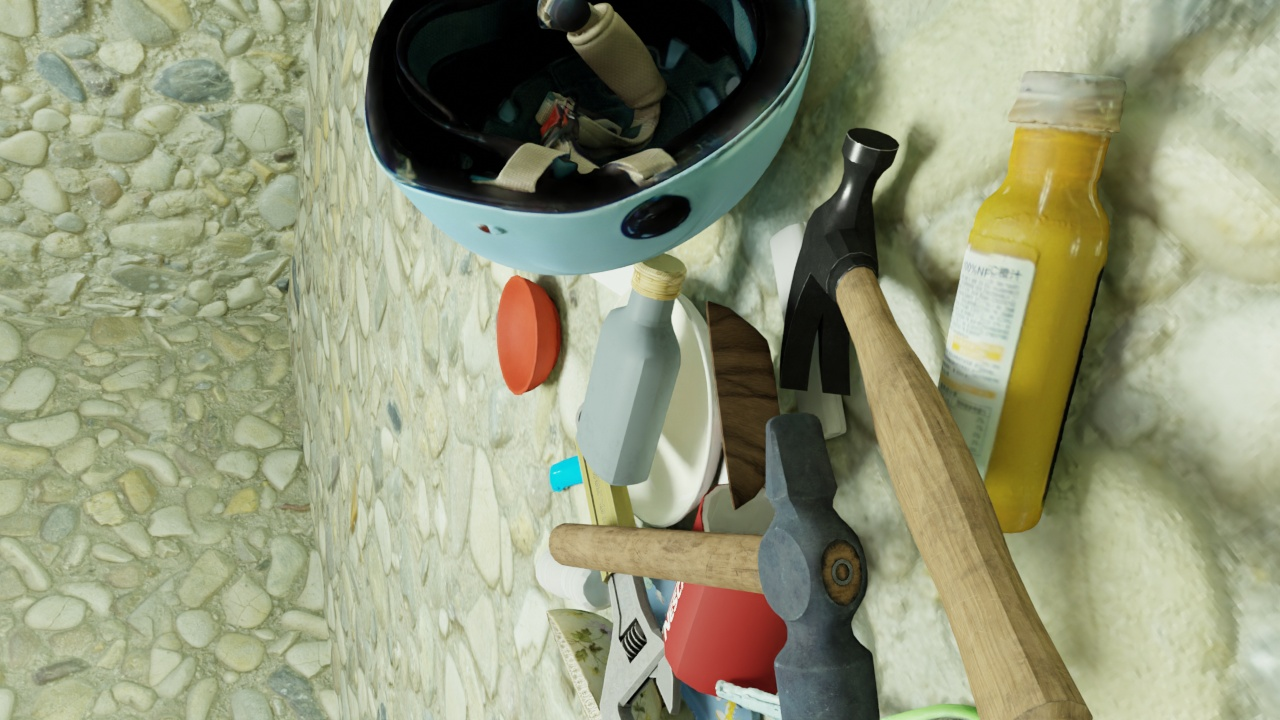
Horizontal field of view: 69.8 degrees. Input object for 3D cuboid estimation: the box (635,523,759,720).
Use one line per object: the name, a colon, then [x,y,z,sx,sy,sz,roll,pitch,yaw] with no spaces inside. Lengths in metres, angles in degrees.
box: [0.025,0.189,0.683,0.209,0.039,0.127,46,153,53]

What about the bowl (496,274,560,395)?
bowl: [-0.112,-0.026,0.937,0.122,0.035,0.122,6,97,63]

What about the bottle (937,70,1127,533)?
bottle: [0.160,-0.023,0.384,0.053,0.053,0.186,33,121,58]

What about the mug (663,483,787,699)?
mug: [0.063,0.131,0.563,0.116,0.080,0.097,-80,3,-63]

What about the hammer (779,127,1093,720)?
hammer: [0.110,0.024,0.389,0.304,0.040,0.132,-93,12,-53]

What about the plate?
plate: [0.019,0.031,0.684,0.182,0.034,0.182,6,97,63]

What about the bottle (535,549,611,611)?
bottle: [-0.063,0.198,0.845,0.136,0.044,0.044,-7,85,63]

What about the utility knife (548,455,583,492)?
utility knife: [-0.051,0.102,0.847,0.198,0.015,0.031,155,108,-64]

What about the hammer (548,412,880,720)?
hammer: [0.012,0.106,0.509,0.322,0.040,0.129,161,104,-64]

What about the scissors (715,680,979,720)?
scissors: [0.110,0.190,0.471,0.174,0.033,0.065,0,102,36]

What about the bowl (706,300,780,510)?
bowl: [0.061,0.023,0.522,0.119,0.032,0.119,-6,-91,-84]

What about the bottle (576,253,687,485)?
bottle: [-0.004,0.004,0.636,0.072,0.046,0.161,54,137,49]

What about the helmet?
helmet: [-0.022,-0.159,0.566,0.167,0.266,0.225,56,-160,-64]

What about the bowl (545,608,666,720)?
bowl: [-0.016,0.247,0.710,0.145,0.063,0.145,57,162,30]

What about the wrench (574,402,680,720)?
wrench: [-0.018,0.137,0.659,0.084,0.018,0.273,-45,42,29]

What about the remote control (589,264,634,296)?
remote control: [-0.016,-0.079,0.769,0.136,0.013,0.043,37,124,57]

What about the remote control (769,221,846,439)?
remote control: [0.098,-0.017,0.549,0.033,0.012,0.130,-30,65,60]

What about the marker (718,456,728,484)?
marker: [0.065,0.064,0.611,0.019,0.019,0.146,43,129,55]
